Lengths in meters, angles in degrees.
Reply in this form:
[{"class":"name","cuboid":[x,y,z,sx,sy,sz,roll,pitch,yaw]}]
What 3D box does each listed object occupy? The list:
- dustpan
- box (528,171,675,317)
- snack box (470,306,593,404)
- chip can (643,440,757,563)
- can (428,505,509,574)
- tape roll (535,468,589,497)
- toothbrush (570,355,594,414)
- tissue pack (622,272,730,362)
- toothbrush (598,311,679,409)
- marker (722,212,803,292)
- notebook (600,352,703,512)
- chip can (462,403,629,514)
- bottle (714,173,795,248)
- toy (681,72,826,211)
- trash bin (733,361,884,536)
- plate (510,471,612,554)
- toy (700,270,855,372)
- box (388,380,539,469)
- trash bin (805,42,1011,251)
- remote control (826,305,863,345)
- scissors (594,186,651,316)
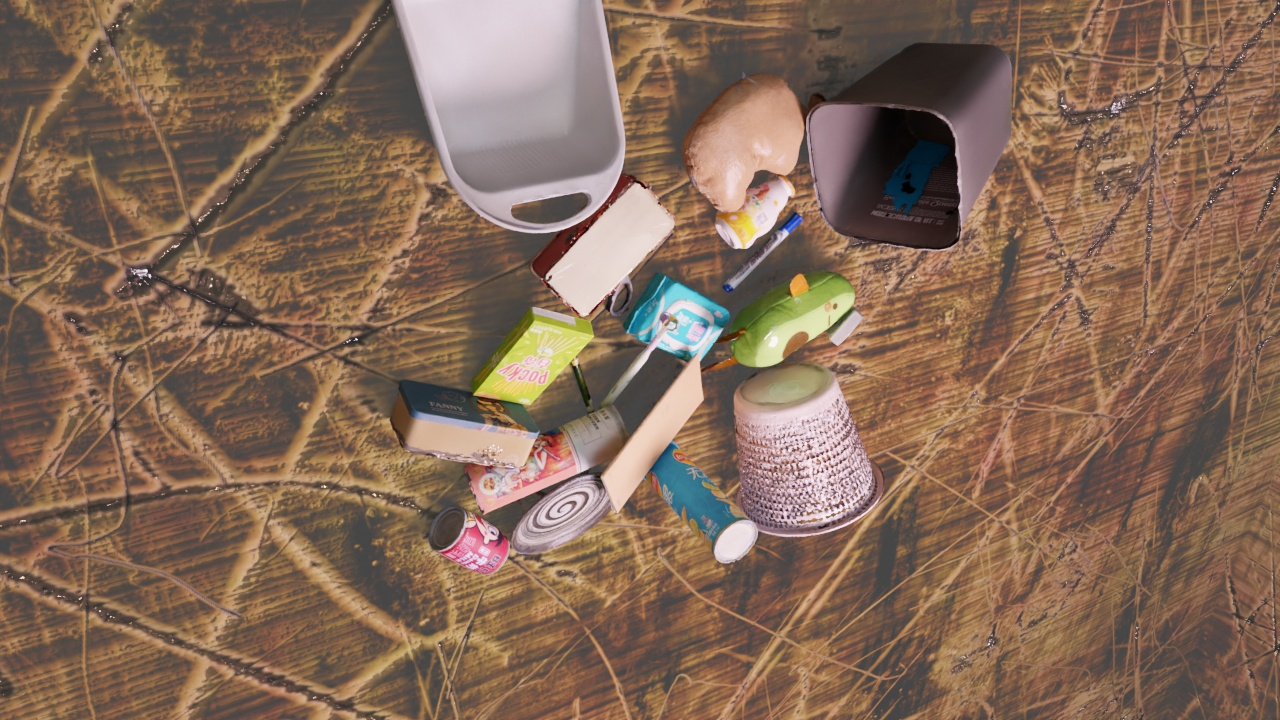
[{"class":"dustpan","cuboid":[-0.118,-0.275,0.941,0.222,0.142,0.258,-16,125,-23]},{"class":"box","cuboid":[-0.042,-0.136,1.100,0.168,0.080,0.091,-46,120,1]},{"class":"snack box","cuboid":[-0.134,-0.002,1.122,0.085,0.026,0.157,14,137,-36]},{"class":"chip can","cuboid":[0.075,0.193,1.287,0.071,0.210,0.071,-15,124,-25]},{"class":"can","cuboid":[-0.227,0.242,1.226,0.066,0.066,0.094,-47,130,0]},{"class":"tape roll","cuboid":[-0.113,0.157,1.281,0.085,0.014,0.086,-15,123,-24]},{"class":"toothbrush","cuboid":[-0.069,0.054,1.248,0.017,0.012,0.186,-30,129,-19]},{"class":"tissue pack","cuboid":[0.047,-0.056,1.229,0.133,0.050,0.093,24,104,-38]},{"class":"toothbrush","cuboid":[-0.007,0.007,1.212,0.020,0.029,0.190,-33,165,-53]},{"class":"marker","cuboid":[0.169,-0.149,1.270,0.146,0.017,0.017,-45,130,-1]},{"class":"notebook","cuboid":[0.019,0.101,1.251,0.211,0.012,0.150,-51,160,-17]},{"class":"chip can","cuboid":[-0.123,0.130,1.212,0.214,0.071,0.071,-23,127,-13]},{"class":"bottle","cuboid":[0.151,-0.197,1.200,0.108,0.063,0.063,-40,130,-5]},{"class":"toy","cuboid":[0.150,-0.289,1.141,0.225,0.082,0.143,-37,131,-13]},{"class":"trash bin","cuboid":[0.230,0.117,1.354,0.227,0.227,0.192,-25,115,-17]},{"class":"plate","cuboid":[-0.105,0.208,1.284,0.179,0.024,0.180,-26,151,-16]},{"class":"toy","cuboid":[0.198,-0.054,1.278,0.246,0.090,0.227,-30,159,-12]},{"class":"box","cuboid":[-0.220,0.078,1.118,0.184,0.090,0.061,15,109,-35]},{"class":"trash bin","cuboid":[0.355,-0.283,1.169,0.219,0.199,0.199,-45,135,-32]},{"class":"remote control","cuboid":[0.298,-0.053,1.342,0.019,0.135,0.056,41,101,2]},{"class":"scissors","cuboid":[-0.030,-0.137,1.158,0.146,0.014,0.172,-27,128,-17]}]
